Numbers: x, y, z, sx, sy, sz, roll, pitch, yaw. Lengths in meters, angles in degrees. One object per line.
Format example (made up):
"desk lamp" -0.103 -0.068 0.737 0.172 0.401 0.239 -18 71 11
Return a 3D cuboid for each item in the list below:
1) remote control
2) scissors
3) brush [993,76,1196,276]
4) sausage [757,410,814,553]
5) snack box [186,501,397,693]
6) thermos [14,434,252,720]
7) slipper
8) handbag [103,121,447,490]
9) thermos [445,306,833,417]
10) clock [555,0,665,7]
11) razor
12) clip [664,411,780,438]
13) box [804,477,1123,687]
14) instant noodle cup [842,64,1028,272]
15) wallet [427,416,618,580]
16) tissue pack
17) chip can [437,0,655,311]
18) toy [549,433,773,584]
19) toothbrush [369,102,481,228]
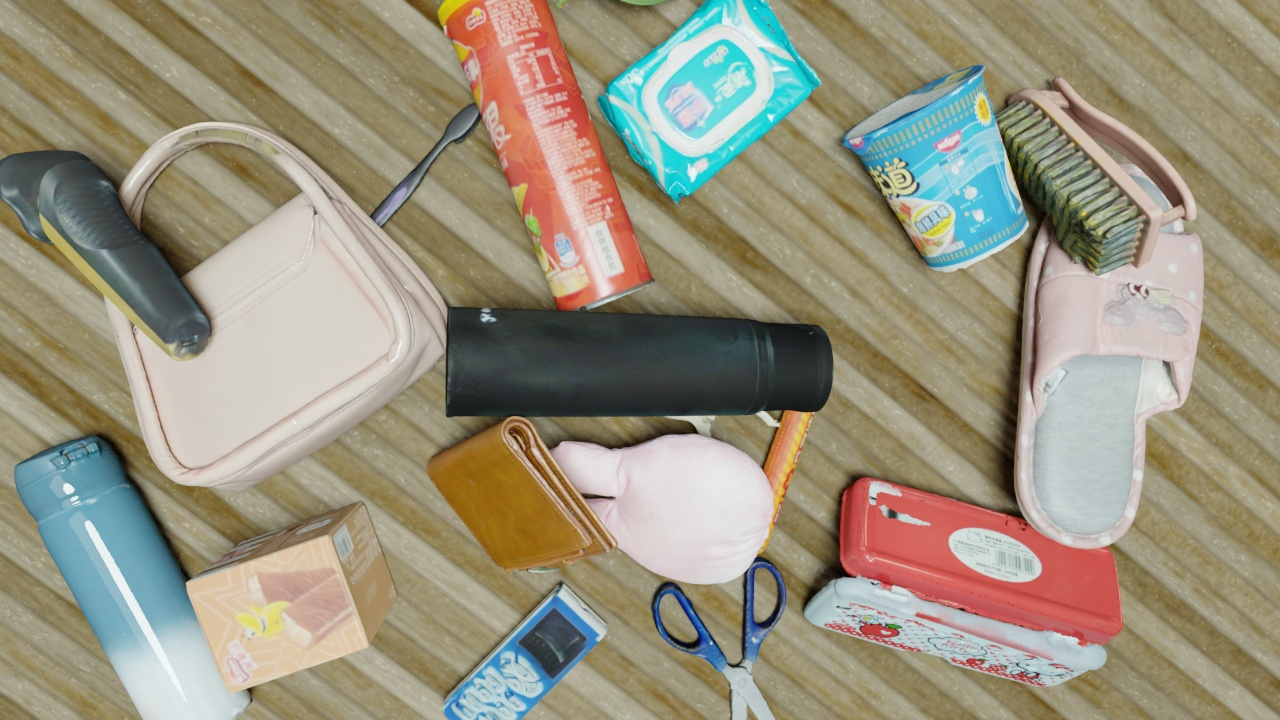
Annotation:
"remote control" -0.084 0.220 0.659 0.125 0.024 0.049 -45 96 3
"scissors" 0.066 0.222 0.673 0.162 0.012 0.162 23 94 -6
"brush" 0.292 -0.129 0.607 0.073 0.063 0.145 -29 58 6
"sausage" 0.103 0.066 0.656 0.021 0.021 0.165 19 94 -4
"snack box" -0.227 0.154 0.611 0.094 0.093 0.077 -18 96 -2
"thermos" -0.344 0.155 0.622 0.070 0.070 0.220 -26 95 -1
"slipper" 0.317 -0.009 0.622 0.114 0.054 0.274 15 81 -2
"handbag" -0.258 -0.051 0.603 0.193 0.093 0.234 -33 86 5
"thermos" -0.004 0.003 0.596 0.242 0.090 0.068 2 94 -14
"clock" 0.014 -0.287 0.577 0.161 0.056 0.116 -21 140 -19
"razor" -0.326 -0.064 0.565 0.167 0.062 0.068 44 120 11
"clip" 0.055 0.030 0.647 0.087 0.035 0.104 -44 88 5
"box" 0.229 0.162 0.663 0.201 0.100 0.094 17 53 -3
"instant noodle cup" 0.203 -0.123 0.615 0.099 0.099 0.110 -31 104 0
"wallet" -0.080 0.100 0.603 0.119 0.131 0.035 51 54 -9
"tissue pack" 0.046 -0.181 0.618 0.133 0.050 0.093 -41 95 1
"chip can" -0.059 -0.139 0.606 0.073 0.073 0.216 -22 95 -1
"toy" 0.010 0.099 0.629 0.159 0.054 0.121 10 121 5
"toothbrush" -0.173 -0.106 0.635 0.014 0.016 0.189 44 95 4
